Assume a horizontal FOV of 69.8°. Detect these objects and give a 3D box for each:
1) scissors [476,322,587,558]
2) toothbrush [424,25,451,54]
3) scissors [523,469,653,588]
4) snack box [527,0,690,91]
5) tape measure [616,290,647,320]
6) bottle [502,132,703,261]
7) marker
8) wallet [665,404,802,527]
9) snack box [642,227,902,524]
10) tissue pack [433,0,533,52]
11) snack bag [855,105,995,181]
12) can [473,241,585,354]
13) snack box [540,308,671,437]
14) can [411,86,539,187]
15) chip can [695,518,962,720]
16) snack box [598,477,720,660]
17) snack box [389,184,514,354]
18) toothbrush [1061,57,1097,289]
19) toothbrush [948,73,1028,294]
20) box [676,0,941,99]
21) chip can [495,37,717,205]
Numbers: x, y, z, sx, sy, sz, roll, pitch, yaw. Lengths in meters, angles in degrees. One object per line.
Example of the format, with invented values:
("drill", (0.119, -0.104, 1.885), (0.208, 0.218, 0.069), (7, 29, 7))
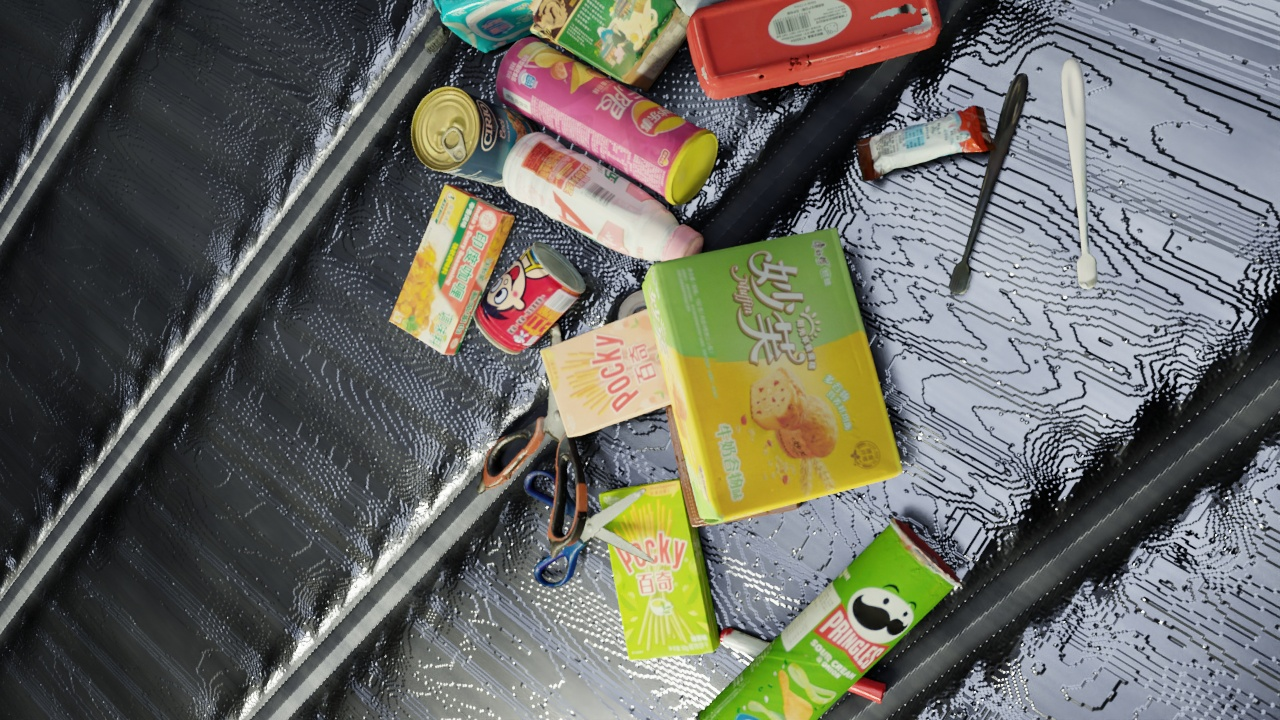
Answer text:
("scissors", (-0.082, 0.074, 0.871), (0.226, 0.015, 0.189), (-47, 55, 21))
("toothbrush", (-0.161, -0.387, 0.926), (0.014, 0.016, 0.189), (47, 106, 17))
("scissors", (-0.057, 0.158, 0.862), (0.162, 0.012, 0.175), (45, 119, 30))
("snack box", (-0.018, -0.306, 0.819), (0.105, 0.117, 0.118), (43, 108, 6))
("tape measure", (0.013, -0.032, 0.838), (0.066, 0.033, 0.066), (-12, 87, 22))
("bottle", (-0.033, -0.141, 0.841), (0.197, 0.068, 0.068), (31, 102, 19))
("marker", (0.137, 0.261, 0.791), (0.145, 0.017, 0.017), (14, 95, 23))
("wallet", (0.082, 0.080, 0.810), (0.101, 0.032, 0.124), (-15, 84, 20))
("snack box", (0.102, 0.011, 0.740), (0.157, 0.070, 0.210), (-13, 84, -10))
("tissue pack", (-0.121, -0.346, 0.866), (0.134, 0.093, 0.050), (-14, 80, 24))
("snack bag", (0.229, -0.176, 0.744), (0.104, 0.026, 0.048), (-15, 61, 24))
("can", (-0.107, -0.058, 0.873), (0.094, 0.066, 0.066), (-44, 73, 18))
("snack box", (-0.005, 0.005, 0.809), (0.157, 0.026, 0.084), (-20, 85, 16))
("can", (-0.152, -0.208, 0.870), (0.075, 0.111, 0.075), (1, 91, 25))
("chip can", (0.148, 0.234, 0.742), (0.072, 0.072, 0.236), (45, 100, 17))
("snack box", (0.017, 0.190, 0.839), (0.086, 0.026, 0.156), (-13, 84, 23))
("snack box", (-0.192, -0.092, 0.933), (0.077, 0.027, 0.156), (29, 101, 20))
("toothbrush", (0.337, -0.144, 0.705), (0.016, 0.016, 0.180), (-4, 86, 22))
("toothbrush", (0.278, -0.140, 0.731), (0.016, 0.018, 0.181), (18, 95, 37))
("box", (0.130, -0.305, 0.748), (0.201, 0.039, 0.158), (-14, 84, -1))
("chip can", (-0.033, -0.222, 0.838), (0.210, 0.071, 0.071), (34, 103, 21))
